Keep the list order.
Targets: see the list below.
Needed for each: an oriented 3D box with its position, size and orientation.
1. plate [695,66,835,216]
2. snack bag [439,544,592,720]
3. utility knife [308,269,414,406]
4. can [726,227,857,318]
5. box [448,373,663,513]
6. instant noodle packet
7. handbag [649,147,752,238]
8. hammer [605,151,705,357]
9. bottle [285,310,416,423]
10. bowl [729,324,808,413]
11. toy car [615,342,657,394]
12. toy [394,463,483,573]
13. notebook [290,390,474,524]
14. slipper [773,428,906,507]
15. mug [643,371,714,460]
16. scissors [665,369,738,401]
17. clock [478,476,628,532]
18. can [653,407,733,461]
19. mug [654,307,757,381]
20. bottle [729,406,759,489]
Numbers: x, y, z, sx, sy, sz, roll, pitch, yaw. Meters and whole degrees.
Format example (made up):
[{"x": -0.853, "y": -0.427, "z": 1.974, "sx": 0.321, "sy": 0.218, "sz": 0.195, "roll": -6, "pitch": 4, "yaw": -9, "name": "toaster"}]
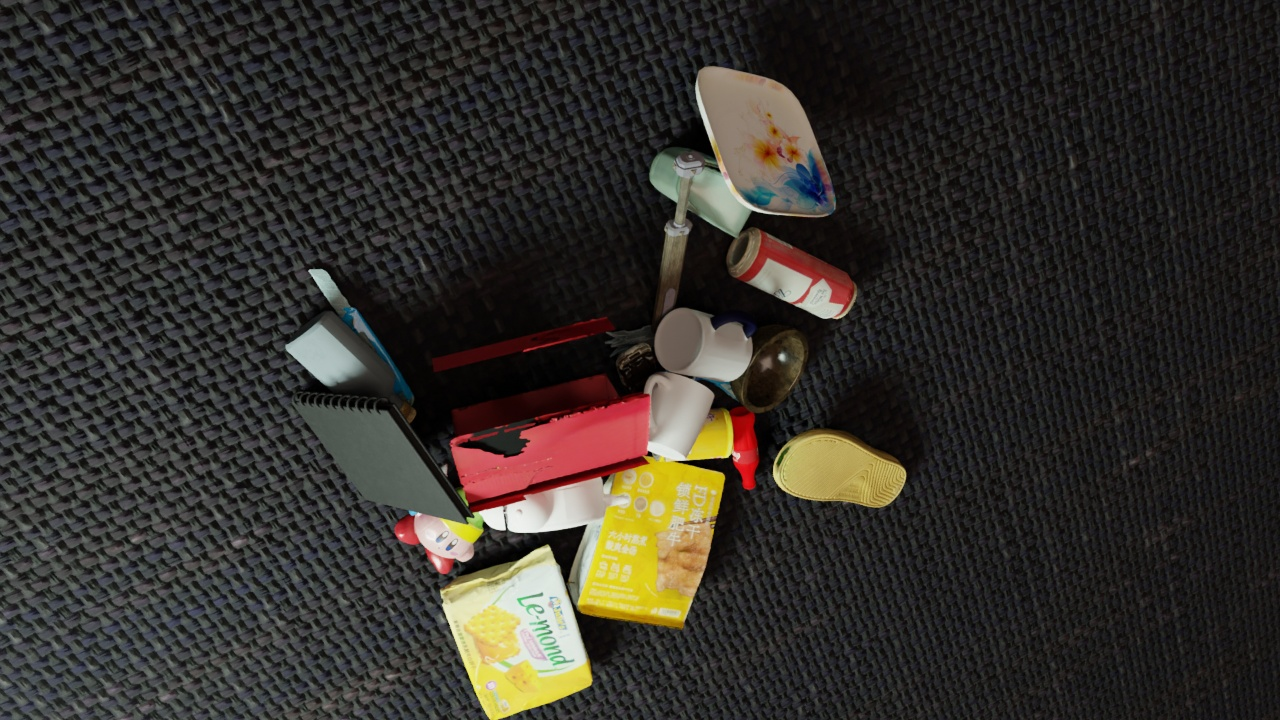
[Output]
[{"x": 0.142, "y": -0.246, "z": 1.050, "sx": 0.186, "sy": 0.016, "sz": 0.186, "roll": -4, "pitch": 71, "yaw": -42, "name": "plate"}, {"x": -0.165, "y": 0.374, "z": 1.252, "sx": 0.159, "sy": 0.068, "sz": 0.247, "roll": -18, "pitch": 114, "yaw": -10, "name": "snack bag"}, {"x": -0.327, "y": -0.022, "z": 1.085, "sx": 0.031, "sy": 0.015, "sz": 0.209, "roll": -30, "pitch": 114, "yaw": -3, "name": "utility knife"}, {"x": 0.193, "y": -0.109, "z": 1.168, "sx": 0.170, "sy": 0.067, "sz": 0.067, "roll": 22, "pitch": 103, "yaw": -22, "name": "can"}, {"x": -0.101, "y": 0.098, "z": 1.036, "sx": 0.211, "sy": 0.316, "sz": 0.124, "roll": -13, "pitch": 94, "yaw": -10, "name": "box"}, {"x": 0.012, "y": 0.239, "z": 1.252, "sx": 0.163, "sy": 0.084, "sz": 0.222, "roll": 15, "pitch": 99, "yaw": -20, "name": "instant noodle packet"}, {"x": 0.075, "y": -0.203, "z": 1.069, "sx": 0.106, "sy": 0.122, "sz": 0.067, "roll": 26, "pitch": 101, "yaw": -23, "name": "handbag"}, {"x": 0.041, "y": -0.117, "z": 1.051, "sx": 0.147, "sy": 0.028, "sz": 0.318, "roll": -11, "pitch": 148, "yaw": -13, "name": "hammer"}, {"x": -0.330, "y": 0.018, "z": 1.071, "sx": 0.072, "sy": 0.046, "sz": 0.161, "roll": -28, "pitch": 117, "yaw": 29, "name": "bottle"}, {"x": 0.157, "y": 0.003, "z": 1.200, "sx": 0.121, "sy": 0.056, "sz": 0.121, "roll": -25, "pitch": 133, "yaw": -31, "name": "bowl"}, {"x": -0.007, "y": 0.007, "z": 1.150, "sx": 0.048, "sy": 0.113, "sz": 0.040, "roll": -31, "pitch": 71, "yaw": -7, "name": "toy car"}, {"x": -0.239, "y": 0.190, "z": 1.166, "sx": 0.132, "sy": 0.096, "sz": 0.124, "roll": -35, "pitch": 111, "yaw": 19, "name": "toy"}, {"x": -0.299, "y": 0.106, "z": 1.038, "sx": 0.019, "sy": 0.232, "sz": 0.169, "roll": -46, "pitch": 120, "yaw": -33, "name": "notebook"}, {"x": 0.272, "y": 0.144, "z": 1.286, "sx": 0.263, "sy": 0.078, "sz": 0.099, "roll": 19, "pitch": 105, "yaw": -39, "name": "slipper"}, {"x": 0.031, "y": 0.063, "z": 1.121, "sx": 0.114, "sy": 0.081, "sz": 0.087, "roll": 41, "pitch": 66, "yaw": -51, "name": "mug"}, {"x": 0.093, "y": 0.027, "z": 1.224, "sx": 0.090, "sy": 0.014, "sz": 0.141, "roll": -45, "pitch": 117, "yaw": 2, "name": "scissors"}, {"x": -0.111, "y": 0.168, "z": 1.149, "sx": 0.160, "sy": 0.126, "sz": 0.073, "roll": -6, "pitch": 88, "yaw": -39, "name": "clock"}, {"x": 0.066, "y": 0.098, "z": 1.211, "sx": 0.105, "sy": 0.067, "sz": 0.068, "roll": -3, "pitch": 111, "yaw": -15, "name": "can"}, {"x": 0.089, "y": -0.026, "z": 1.117, "sx": 0.112, "sy": 0.078, "sz": 0.096, "roll": -35, "pitch": 150, "yaw": 34, "name": "mug"}, {"x": 0.143, "y": 0.123, "z": 1.260, "sx": 0.036, "sy": 0.036, "sz": 0.119, "roll": -14, "pitch": 114, "yaw": -10, "name": "bottle"}]
